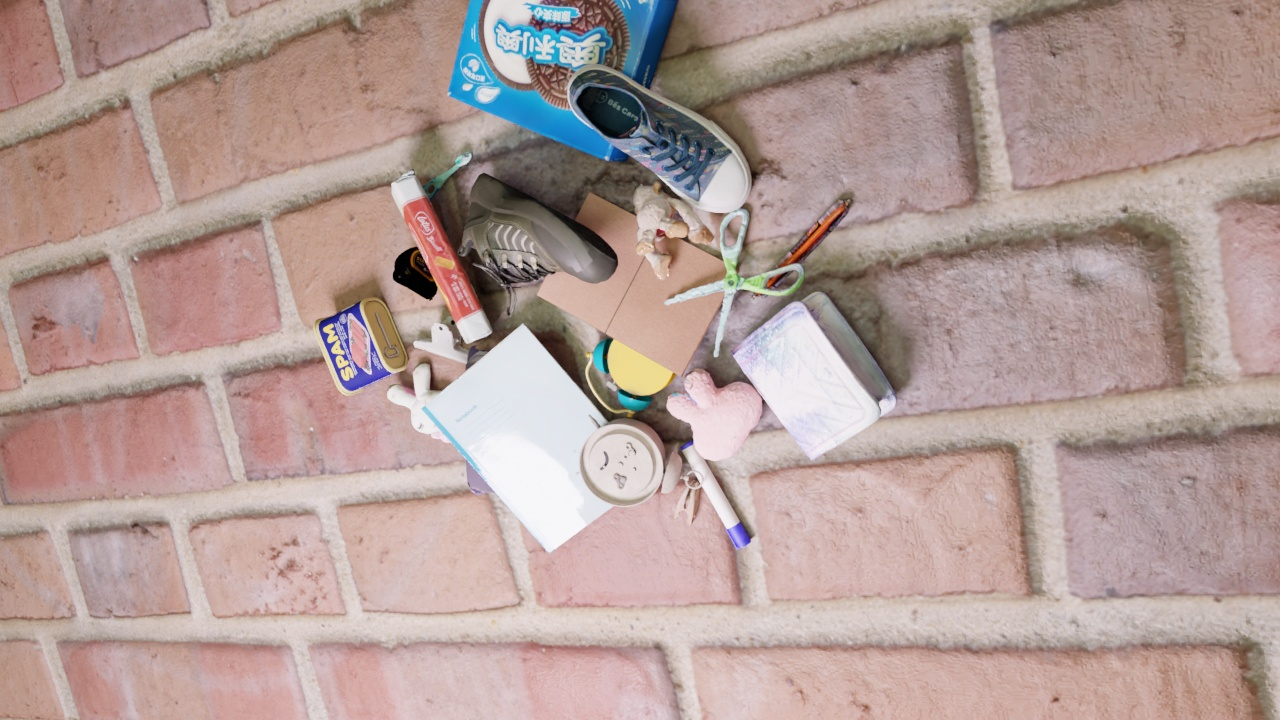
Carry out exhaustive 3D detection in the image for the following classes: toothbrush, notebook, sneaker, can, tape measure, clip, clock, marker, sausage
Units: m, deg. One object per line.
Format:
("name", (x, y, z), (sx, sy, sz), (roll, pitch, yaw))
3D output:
("toothbrush", (-0.268, -0.229, 1.200), (0.135, 0.017, 0.022), (-36, 90, 26))
("notebook", (-0.132, 0.104, 1.164), (0.181, 0.009, 0.253), (-39, 98, 14))
("sneaker", (0.024, -0.241, 0.995), (0.235, 0.079, 0.087), (33, 107, -9))
("sneaker", (-0.143, -0.120, 1.084), (0.238, 0.101, 0.143), (33, 97, 36))
("can", (-0.388, -0.021, 1.279), (0.092, 0.056, 0.116), (-21, 92, 25))
("tape measure", (-0.295, -0.118, 1.212), (0.034, 0.061, 0.061), (-20, 49, 38))
("clip", (0.062, 0.179, 1.135), (0.059, 0.026, 0.052), (-33, 88, 27))
("notebook", (-0.006, -0.092, 1.094), (0.209, 0.008, 0.141), (30, 96, 16))
("clock", (-0.007, 0.007, 1.120), (0.130, 0.043, 0.099), (-37, 85, 19))
("marker", (0.091, 0.164, 1.120), (0.020, 0.020, 0.141), (-31, 87, 27))
("clock", (0.001, 0.126, 1.121), (0.157, 0.061, 0.103), (15, 105, 9))
("clip", (-0.264, -0.028, 1.232), (0.102, 0.045, 0.056), (16, 120, 20))
("sausage", (0.178, -0.121, 1.019), (0.020, 0.020, 0.156), (47, 115, 9))

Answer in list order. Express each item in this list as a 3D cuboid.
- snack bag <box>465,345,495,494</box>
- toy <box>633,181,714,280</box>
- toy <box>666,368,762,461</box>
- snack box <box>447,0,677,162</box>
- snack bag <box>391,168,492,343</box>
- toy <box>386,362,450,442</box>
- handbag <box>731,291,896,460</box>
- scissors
("snack bag", (-0.186, 0.088, 1.209), (0.096, 0.058, 0.205), (7, 103, 22))
("toy", (0.020, -0.158, 1.056), (0.085, 0.074, 0.106), (-43, 60, 30))
("toy", (0.085, 0.060, 1.076), (0.105, 0.053, 0.109), (37, 119, 2))
("snack box", (-0.097, -0.364, 1.071), (0.239, 0.056, 0.196), (25, 111, 17))
("snack bag", (-0.255, -0.128, 1.175), (0.041, 0.077, 0.225), (-28, 96, -13))
("toy", (-0.291, 0.065, 1.264), (0.122, 0.038, 0.079), (47, 109, 6))
("handbag", (0.191, 0.017, 1.021), (0.127, 0.069, 0.158), (-40, 83, 40))
("scissors", (0.103, -0.092, 1.041), (0.172, 0.023, 0.172), (-12, 84, 24))
